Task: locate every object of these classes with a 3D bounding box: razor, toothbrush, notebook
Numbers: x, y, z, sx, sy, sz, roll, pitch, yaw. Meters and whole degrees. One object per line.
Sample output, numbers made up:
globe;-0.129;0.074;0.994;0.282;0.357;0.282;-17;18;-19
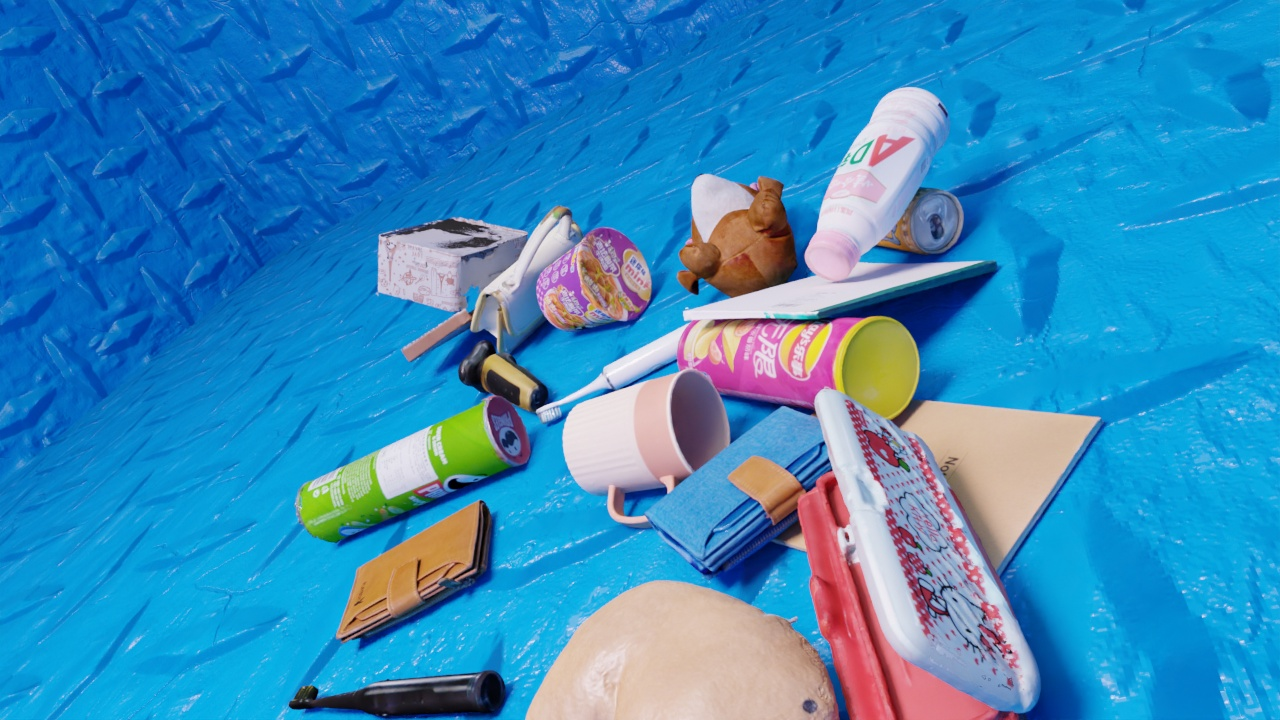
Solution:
razor;-0.150;0.023;1.011;0.067;0.062;0.167;-7;16;-30
toothbrush;-0.005;0.005;0.900;0.221;0.026;0.026;-27;-15;8
toothbrush;-0.181;0.238;0.650;0.213;0.026;0.027;-16;40;33
notebook;0.160;0.074;0.586;0.147;0.008;0.208;-43;26;-26
notebook;0.160;-0.058;0.736;0.208;0.012;0.151;-16;12;-33

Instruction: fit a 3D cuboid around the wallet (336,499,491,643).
wallet;-0.187;0.181;0.769;0.131;0.035;0.119;-29;17;6

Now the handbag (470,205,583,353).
handbag;-0.126;-0.104;1.118;0.163;0.063;0.179;-48;-10;-33

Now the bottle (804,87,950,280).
bottle;0.197;-0.148;0.771;0.068;0.068;0.196;-3;44;48

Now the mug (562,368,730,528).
mug;0.003;0.073;0.705;0.106;0.081;0.114;-17;57;34

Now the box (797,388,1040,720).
box;0.121;0.094;0.461;0.095;0.099;0.201;-28;26;14

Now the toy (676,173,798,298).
toy;0.095;-0.136;0.958;0.140;0.130;0.199;-32;13;14

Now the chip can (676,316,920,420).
chip can;0.109;0.000;0.697;0.071;0.071;0.211;-40;21;-20

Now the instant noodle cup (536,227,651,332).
instant noodle cup;-0.060;-0.086;1.058;0.099;0.111;0.111;-19;25;43

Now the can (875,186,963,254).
can;0.230;-0.135;0.854;0.058;0.058;0.146;-36;23;-10

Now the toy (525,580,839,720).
toy;0.034;0.181;0.445;0.226;0.082;0.143;5;57;51

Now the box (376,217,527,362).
box;-0.239;-0.087;1.226;0.151;0.168;0.181;17;23;21

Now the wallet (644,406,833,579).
wallet;0.074;0.084;0.616;0.133;0.040;0.106;-37;19;-12

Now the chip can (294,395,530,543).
chip can;-0.225;0.110;0.901;0.236;0.072;0.072;-24;24;18
